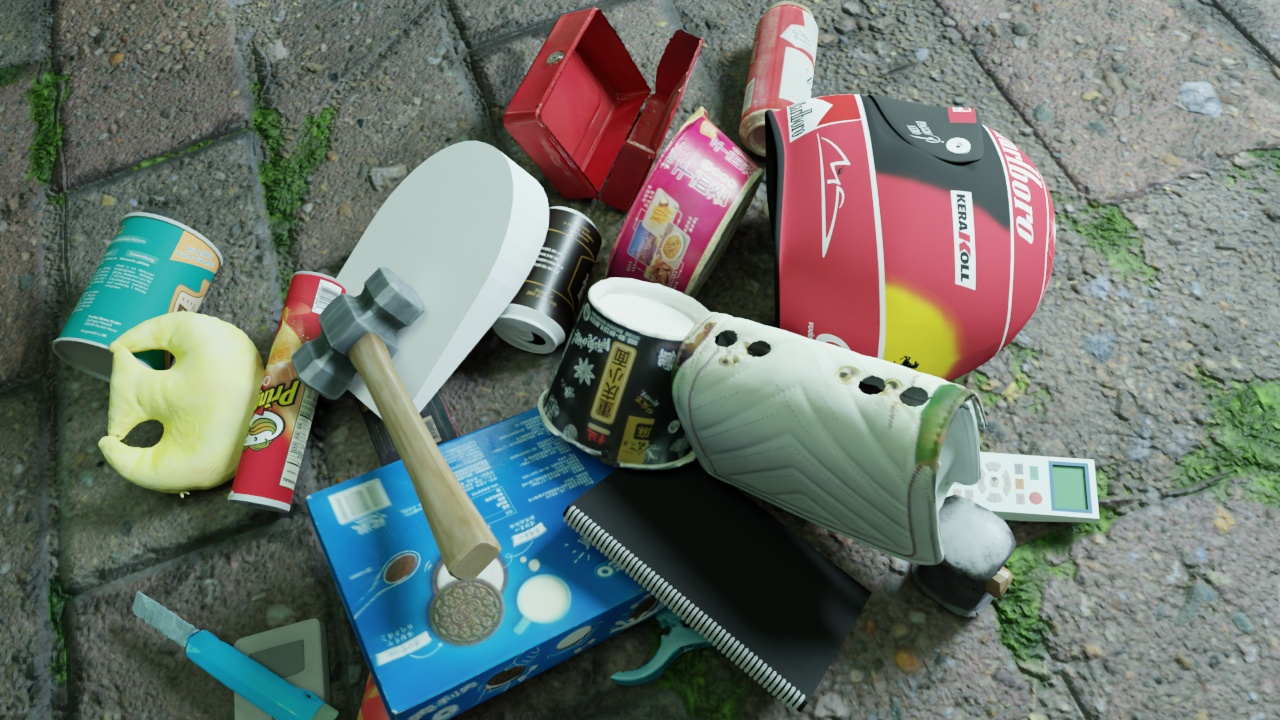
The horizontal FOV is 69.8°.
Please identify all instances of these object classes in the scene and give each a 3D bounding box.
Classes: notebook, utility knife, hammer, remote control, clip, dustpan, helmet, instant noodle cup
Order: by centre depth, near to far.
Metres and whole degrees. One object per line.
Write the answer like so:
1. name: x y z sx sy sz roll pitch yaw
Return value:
1. notebook: 0.061 0.146 0.681 0.207 0.016 0.148 37 32 15
2. hammer: -0.184 0.046 0.708 0.117 0.051 0.323 -45 45 3
3. remote control: -0.282 0.286 0.724 0.074 0.019 0.151 -16 60 0
4. clip: 0.020 0.195 0.726 0.130 0.031 0.121 -32 57 -9
5. instant noodle cup: -0.004 0.004 0.732 0.137 0.112 0.137 12 26 -6
6. remote control: 0.284 0.101 0.734 0.143 0.024 0.049 3 62 12
7. hammer: 0.142 0.086 0.738 0.328 0.098 0.052 32 68 30
8. utility knife: -0.334 0.241 0.739 0.225 0.015 0.031 23 66 20
9. helmet: 0.219 -0.105 0.761 0.225 0.198 0.270 -1 53 8
10. instant noodle cup: 0.045 -0.127 0.824 0.078 0.179 0.178 31 69 5
11. dustpan: -0.192 -0.079 0.862 0.191 0.053 0.257 31 89 39

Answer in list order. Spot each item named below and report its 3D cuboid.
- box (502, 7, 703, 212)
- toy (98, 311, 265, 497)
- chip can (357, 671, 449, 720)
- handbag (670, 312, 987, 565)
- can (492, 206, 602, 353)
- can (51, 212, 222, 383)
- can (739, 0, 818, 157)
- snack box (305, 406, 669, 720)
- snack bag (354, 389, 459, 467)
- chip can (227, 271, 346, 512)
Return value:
1. box: -0.044 -0.253 0.915 0.156 0.147 0.157 21 65 -1
2. toy: -0.403 0.040 0.838 0.154 0.065 0.170 6 75 -24
3. chip can: -0.184 0.316 0.663 0.073 0.073 0.232 3 61 10
4. handbag: 0.129 0.043 0.639 0.199 0.142 0.096 21 61 33
5. can: -0.087 -0.077 0.862 0.072 0.072 0.128 12 64 15
6. can: -0.487 -0.057 0.896 0.099 0.099 0.143 6 63 12
7. can: 0.144 -0.290 0.946 0.067 0.067 0.169 5 62 11
8. snack box: -0.109 0.144 0.706 0.238 0.056 0.195 -21 51 -23
9. snack bag: -0.217 0.048 0.844 0.074 0.018 0.155 -26 61 -6
10. chip can: -0.318 0.026 0.833 0.052 0.052 0.214 5 72 11
